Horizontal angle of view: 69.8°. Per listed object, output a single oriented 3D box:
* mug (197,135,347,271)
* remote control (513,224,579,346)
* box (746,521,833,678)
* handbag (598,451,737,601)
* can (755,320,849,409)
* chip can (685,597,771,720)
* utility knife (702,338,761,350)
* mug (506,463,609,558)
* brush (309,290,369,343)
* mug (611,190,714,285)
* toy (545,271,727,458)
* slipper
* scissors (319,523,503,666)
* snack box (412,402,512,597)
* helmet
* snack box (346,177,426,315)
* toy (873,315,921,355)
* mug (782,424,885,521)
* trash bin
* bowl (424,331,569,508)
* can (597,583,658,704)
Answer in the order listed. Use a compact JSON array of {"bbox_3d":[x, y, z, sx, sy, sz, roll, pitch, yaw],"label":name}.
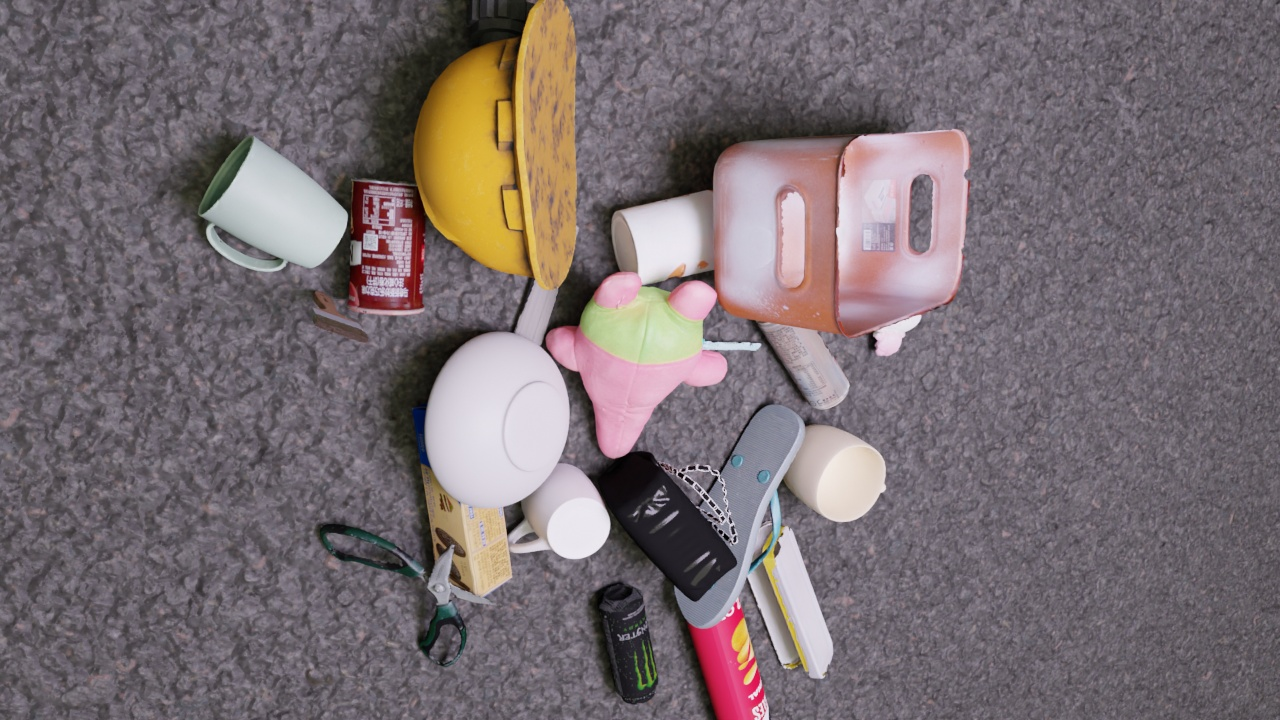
[{"bbox_3d":[-0.332,-0.126,0.819,0.111,0.084,0.104,-37,129,22],"label":"mug"},{"bbox_3d":[-0.098,-0.081,0.947,0.033,0.013,0.136,16,99,-22],"label":"remote control"},{"bbox_3d":[0.184,0.295,1.130,0.067,0.070,0.210,-36,115,-31],"label":"box"},{"bbox_3d":[0.036,0.160,0.996,0.114,0.125,0.153,-44,115,-5],"label":"handbag"},{"bbox_3d":[0.187,-0.008,1.048,0.054,0.054,0.135,-39,113,-8],"label":"can"},{"bbox_3d":[0.109,0.376,1.108,0.069,0.069,0.221,-21,109,-14],"label":"chip can"},{"bbox_3d":[0.055,-0.019,1.017,0.176,0.015,0.022,-2,112,-20],"label":"utility knife"},{"bbox_3d":[-0.091,0.171,0.972,0.114,0.088,0.081,-34,112,-10],"label":"mug"},{"bbox_3d":[-0.278,-0.044,0.818,0.045,0.143,0.008,21,96,-32],"label":"brush"},{"bbox_3d":[0.032,-0.125,0.946,0.105,0.082,0.082,-15,108,-16],"label":"mug"},{"bbox_3d":[-0.006,0.006,0.948,0.192,0.096,0.237,11,126,-4],"label":"toy"},{"bbox_3d":[0.116,0.178,1.060,0.054,0.098,0.268,27,85,-46],"label":"slipper"},{"bbox_3d":[-0.241,0.238,0.946,0.203,0.015,0.202,23,127,2],"label":"scissors"},{"bbox_3d":[-0.182,0.137,0.940,0.056,0.057,0.207,-24,114,-50],"label":"snack box"},{"bbox_3d":[-0.135,-0.192,0.827,0.131,0.205,0.255,2,87,7],"label":"helmet"},{"bbox_3d":[-0.236,-0.107,0.857,0.072,0.072,0.121,0,102,-21],"label":"snack box"},{"bbox_3d":[0.299,-0.065,1.086,0.079,0.038,0.123,1,103,-33],"label":"toy"},{"bbox_3d":[0.225,0.127,1.072,0.120,0.100,0.096,15,100,-29],"label":"mug"},{"bbox_3d":[0.200,-0.136,0.921,0.259,0.158,0.182,-19,112,-46],"label":"trash bin"},{"bbox_3d":[-0.123,0.061,0.899,0.176,0.066,0.176,-11,104,-52],"label":"bowl"},{"bbox_3d":[-0.014,0.326,1.058,0.054,0.054,0.138,-15,108,-16],"label":"can"}]
